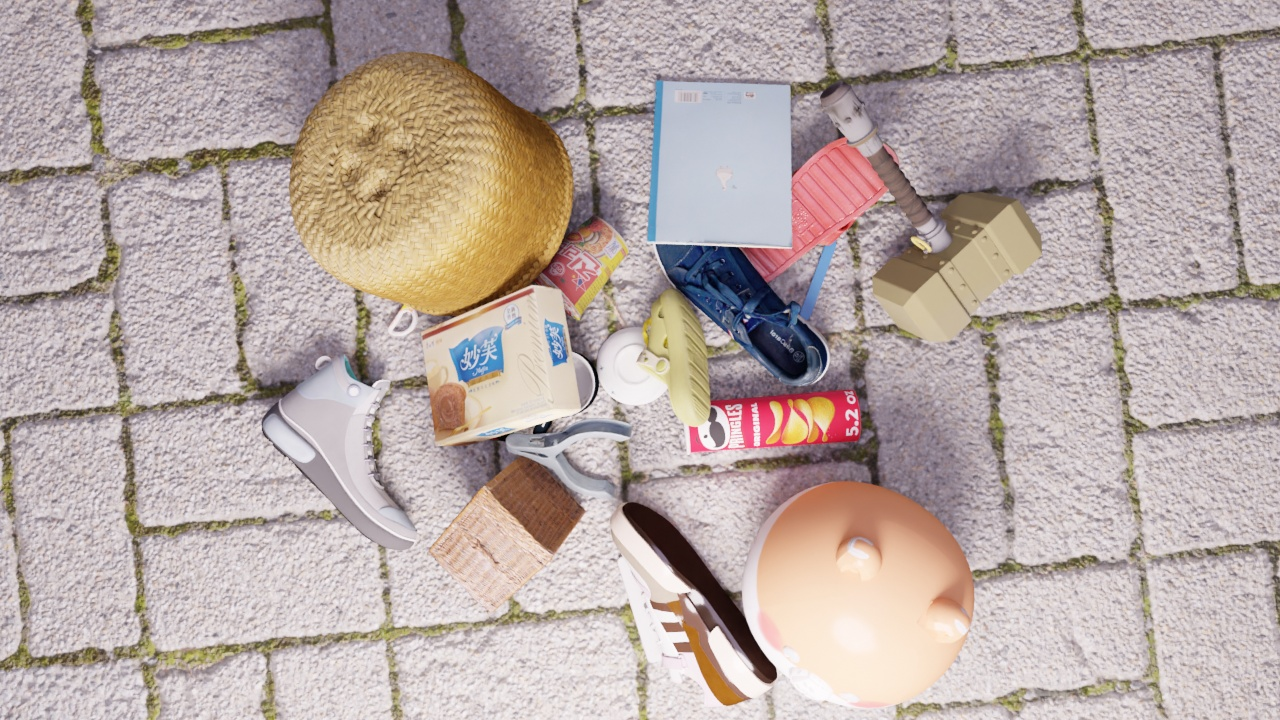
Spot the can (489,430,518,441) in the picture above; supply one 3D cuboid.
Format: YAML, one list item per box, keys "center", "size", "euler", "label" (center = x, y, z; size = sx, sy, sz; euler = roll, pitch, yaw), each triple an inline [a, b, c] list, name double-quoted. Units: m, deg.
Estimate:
- center: [-0.203, 0.088, 1.214]
  size: [0.080, 0.031, 0.031]
  euler: [8, 89, 2]
  label: "can"

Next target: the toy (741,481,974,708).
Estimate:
- center: [0.256, 0.274, 1.076]
  size: [0.263, 0.281, 0.265]
  euler: [36, 70, 2]
  label: "toy"

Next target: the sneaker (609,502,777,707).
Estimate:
- center: [0.040, 0.320, 1.175]
  size: [0.116, 0.111, 0.294]
  euler: [-40, 89, 15]
  label: "sneaker"

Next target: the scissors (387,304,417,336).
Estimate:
- center: [-0.309, -0.089, 1.231]
  size: [0.125, 0.011, 0.131]
  euler: [19, 92, 4]
  label: "scissors"

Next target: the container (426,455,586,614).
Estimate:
- center: [-0.161, 0.207, 1.130]
  size: [0.114, 0.198, 0.113]
  euler: [45, 102, 1]
  label: "container"

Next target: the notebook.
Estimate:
- center: [0.103, -0.255, 1.173]
  size: [0.181, 0.009, 0.253]
  euler: [3, 66, 2]
  label: "notebook"

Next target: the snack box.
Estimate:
- center: [-0.177, 0.011, 1.128]
  size: [0.208, 0.055, 0.153]
  euler: [-18, 77, 35]
  label: "snack box"

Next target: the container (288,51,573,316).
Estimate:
- center: [-0.258, -0.210, 1.103]
  size: [0.307, 0.196, 0.306]
  euler: [-3, 82, 21]
  label: "container"

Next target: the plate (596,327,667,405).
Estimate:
- center: [-0.007, 0.007, 1.212]
  size: [0.104, 0.026, 0.104]
  euler: [0, 89, 2]
  label: "plate"

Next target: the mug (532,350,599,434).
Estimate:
- center: [-0.105, 0.045, 1.181]
  size: [0.085, 0.094, 0.121]
  euler: [28, 90, 2]
  label: "mug"

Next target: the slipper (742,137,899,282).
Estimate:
- center: [0.221, -0.196, 1.193]
  size: [0.249, 0.059, 0.103]
  euler: [-39, 87, 16]
  label: "slipper"

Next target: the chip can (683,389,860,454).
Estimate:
- center: [0.167, 0.079, 1.184]
  size: [0.220, 0.069, 0.069]
  euler: [-4, 89, 1]
  label: "chip can"

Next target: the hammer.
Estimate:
- center: [0.319, -0.200, 1.104]
  size: [0.190, 0.100, 0.325]
  euler: [-43, 113, 1]
  label: "hammer"

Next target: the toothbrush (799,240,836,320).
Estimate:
- center: [0.226, -0.084, 1.215]
  size: [0.016, 0.014, 0.166]
  euler: [21, 86, 3]
  label: "toothbrush"

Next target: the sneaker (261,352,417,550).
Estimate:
- center: [-0.355, 0.115, 1.198]
  size: [0.256, 0.093, 0.160]
  euler: [43, 82, 1]
  label: "sneaker"

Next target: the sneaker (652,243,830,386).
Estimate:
- center: [0.120, -0.079, 1.148]
  size: [0.294, 0.127, 0.121]
  euler: [46, 110, 6]
  label: "sneaker"

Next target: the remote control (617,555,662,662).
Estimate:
- center: [0.011, 0.325, 1.215]
  size: [0.045, 0.008, 0.146]
  euler: [-17, 89, 2]
  label: "remote control"

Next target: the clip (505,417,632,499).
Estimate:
- center: [-0.067, 0.107, 1.149]
  size: [0.168, 0.031, 0.165]
  euler: [30, 130, -24]
  label: "clip"

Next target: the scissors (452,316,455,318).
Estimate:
- center: [-0.212, -0.021, 1.223]
  size: [0.119, 0.019, 0.151]
  euler: [-41, 92, -2]
  label: "scissors"

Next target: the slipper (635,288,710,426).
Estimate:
- center: [0.040, 0.002, 1.166]
  size: [0.082, 0.091, 0.190]
  euler: [-21, 57, 23]
  label: "slipper"

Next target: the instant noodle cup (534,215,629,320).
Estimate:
- center: [-0.077, -0.127, 1.187]
  size: [0.100, 0.100, 0.112]
  euler: [43, 83, 2]
  label: "instant noodle cup"
